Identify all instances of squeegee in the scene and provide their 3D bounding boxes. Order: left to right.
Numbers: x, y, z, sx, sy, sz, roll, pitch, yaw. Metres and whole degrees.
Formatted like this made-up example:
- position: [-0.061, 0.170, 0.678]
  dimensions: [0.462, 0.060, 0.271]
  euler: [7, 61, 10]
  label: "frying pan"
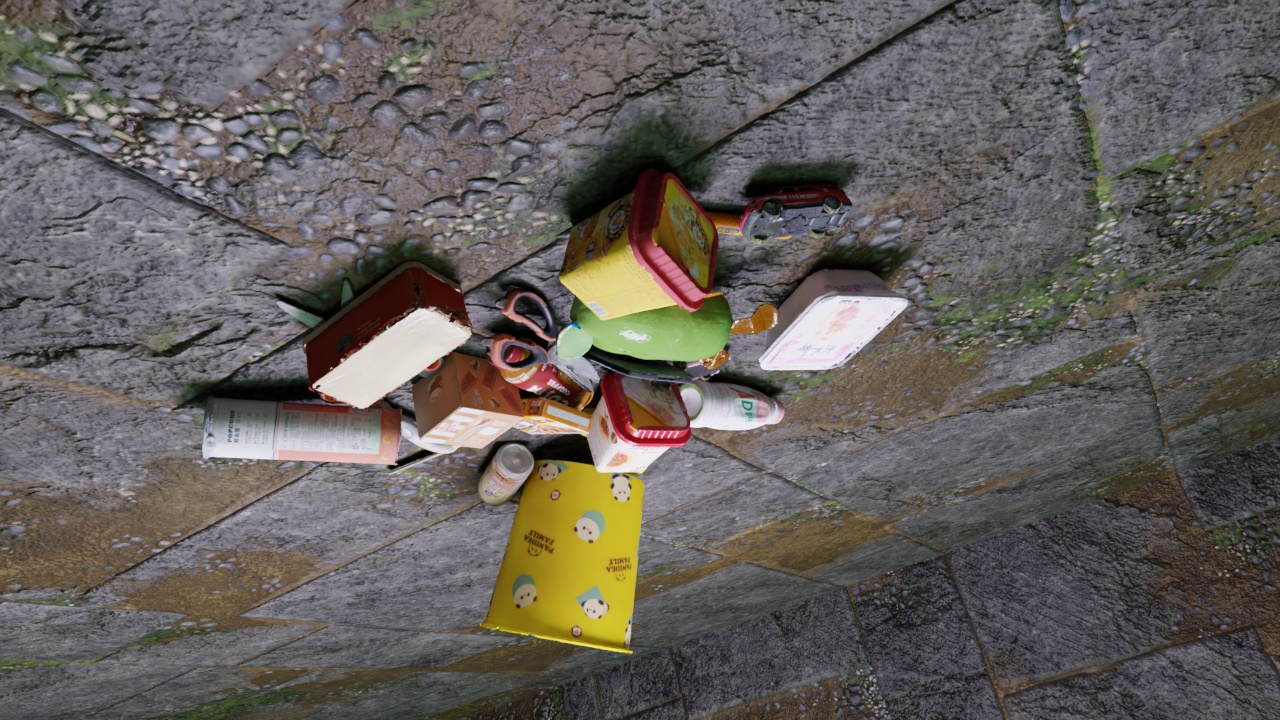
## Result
- position: [-0.294, 0.092, 1.205]
  dimensions: [0.247, 0.039, 0.246]
  euler: [-21, 152, 14]
  label: "squeegee"

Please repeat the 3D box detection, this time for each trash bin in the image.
- position: [-0.105, 0.297, 1.398]
  dimensions: [0.229, 0.255, 0.230]
  euler: [9, 163, 3]
  label: "trash bin"

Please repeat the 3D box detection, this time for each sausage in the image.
- position: [0.098, -0.143, 0.963]
  dimensions: [0.165, 0.021, 0.022]
  euler: [1, 149, -27]
  label: "sausage"

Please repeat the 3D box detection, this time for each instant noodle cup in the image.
- position: [-0.010, 0.088, 1.239]
  dimensions: [0.116, 0.116, 0.124]
  euler: [3, 142, -30]
  label: "instant noodle cup"
- position: [-0.004, -0.103, 0.888]
  dimensions: [0.124, 0.116, 0.116]
  euler: [-18, 136, 34]
  label: "instant noodle cup"
- position: [0.234, -0.055, 1.158]
  dimensions: [0.137, 0.060, 0.174]
  euler: [0, 151, -26]
  label: "instant noodle cup"

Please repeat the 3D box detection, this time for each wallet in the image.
- position: [-0.007, 0.007, 1.127]
  dimensions: [0.097, 0.019, 0.121]
  euler: [6, -170, -35]
  label: "wallet"

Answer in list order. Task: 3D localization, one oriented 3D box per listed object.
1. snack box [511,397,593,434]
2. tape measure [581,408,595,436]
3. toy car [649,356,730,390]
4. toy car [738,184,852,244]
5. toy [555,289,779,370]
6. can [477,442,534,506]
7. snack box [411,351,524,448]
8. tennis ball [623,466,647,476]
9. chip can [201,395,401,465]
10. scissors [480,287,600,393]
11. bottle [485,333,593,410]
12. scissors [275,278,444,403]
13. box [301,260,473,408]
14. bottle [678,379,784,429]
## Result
- position: [-0.131, 0.072, 1.176]
  dimensions: [0.075, 0.026, 0.154]
  euler: [23, 164, -31]
  label: "snack box"
- position: [-0.062, 0.086, 1.317]
  dimensions: [0.060, 0.029, 0.057]
  euler: [1, 148, -28]
  label: "tape measure"
- position: [0.064, 0.007, 1.222]
  dimensions: [0.122, 0.037, 0.056]
  euler: [-11, 157, -35]
  label: "toy car"
- position: [0.157, -0.153, 0.945]
  dimensions: [0.120, 0.045, 0.053]
  euler: [-10, 151, -20]
  label: "toy car"
- position: [0.027, -0.044, 1.047]
  dimensions: [0.246, 0.090, 0.228]
  euler: [8, 159, -31]
  label: "toy"
- position: [-0.204, 0.173, 1.383]
  dimensions: [0.058, 0.058, 0.117]
  euler: [0, 150, -27]
  label: "can"
- position: [-0.212, 0.050, 1.123]
  dimensions: [0.094, 0.077, 0.093]
  euler: [13, 142, -44]
  label: "snack box"
- position: [-0.017, 0.147, 1.416]
  dimensions: [0.065, 0.065, 0.066]
  euler: [-11, 153, -6]
  label: "tennis ball"
- position: [-0.392, 0.084, 1.076]
  dimensions: [0.214, 0.071, 0.071]
  euler: [5, 149, -19]
  label: "chip can"
- position: [-0.110, -0.002, 1.058]
  dimensions: [0.194, 0.015, 0.206]
  euler: [-34, 134, -39]
  label: "scissors"
- position: [-0.122, 0.014, 1.118]
  dimensions: [0.058, 0.057, 0.175]
  euler: [-24, 152, 19]
  label: "bottle"
- position: [-0.307, -0.018, 1.014]
  dimensions: [0.224, 0.021, 0.222]
  euler: [3, 143, -35]
  label: "scissors"
- position: [-0.259, -0.016, 0.945]
  dimensions: [0.169, 0.079, 0.091]
  euler: [-32, 146, 19]
  label: "box"
- position: [0.137, 0.069, 1.345]
  dimensions: [0.196, 0.068, 0.068]
  euler: [9, 145, -44]
  label: "bottle"
